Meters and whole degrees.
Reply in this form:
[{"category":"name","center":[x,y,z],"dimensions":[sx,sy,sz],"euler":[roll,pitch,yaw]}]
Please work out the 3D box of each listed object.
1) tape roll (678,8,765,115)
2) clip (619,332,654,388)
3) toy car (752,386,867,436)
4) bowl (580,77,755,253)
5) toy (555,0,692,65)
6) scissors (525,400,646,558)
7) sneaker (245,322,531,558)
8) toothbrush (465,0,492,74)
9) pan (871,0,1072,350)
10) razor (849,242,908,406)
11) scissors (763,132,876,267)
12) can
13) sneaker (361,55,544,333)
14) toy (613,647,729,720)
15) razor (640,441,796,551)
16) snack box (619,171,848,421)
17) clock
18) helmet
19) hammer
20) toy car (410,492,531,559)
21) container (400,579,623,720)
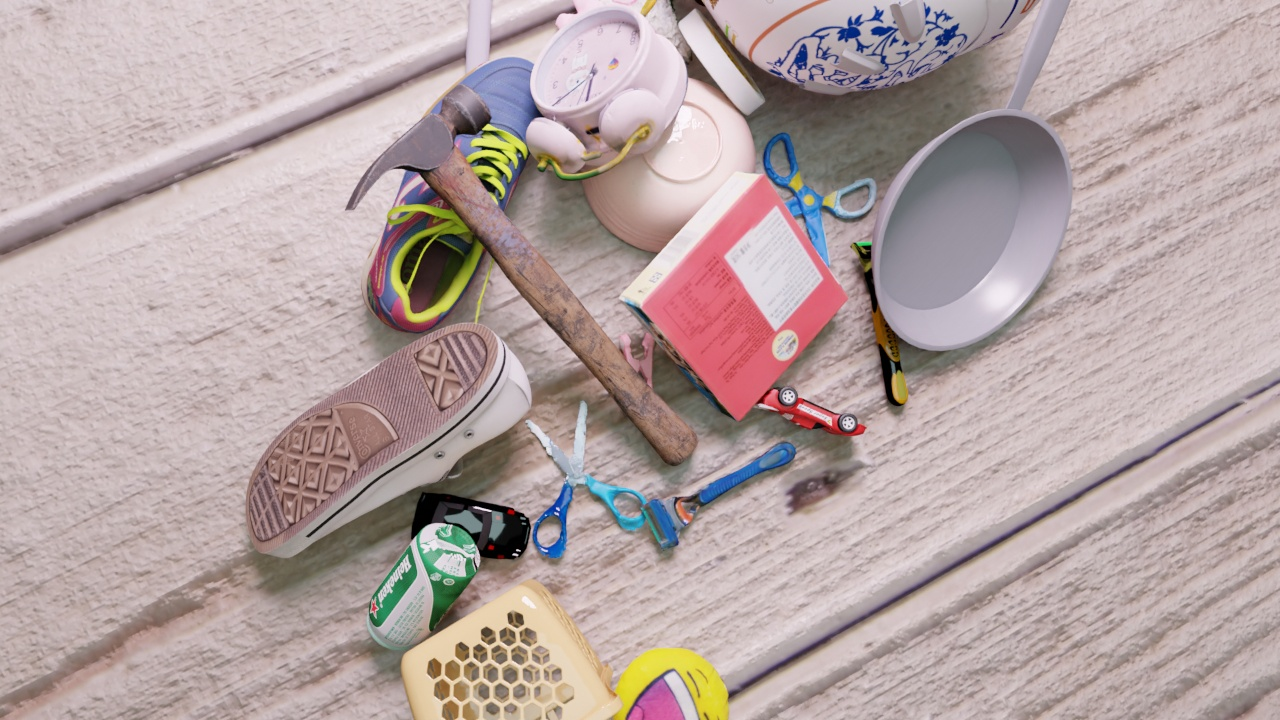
[{"category":"tape roll","center":[0.067,-0.245,0.753],"dimensions":[0.019,0.093,0.094],"euler":[-36,90,20]},{"category":"clip","center":[0.003,0.002,0.760],"dimensions":[0.045,0.023,0.060],"euler":[-27,85,-10]},{"category":"toy car","center":[0.140,0.045,0.764],"dimensions":[0.089,0.038,0.025],"euler":[24,85,-5]},{"category":"bowl","center":[0.028,-0.168,0.749],"dimensions":[0.153,0.076,0.153],"euler":[1,85,-7]},{"category":"toy","center":[-0.014,-0.283,0.774],"dimensions":[0.109,0.041,0.095],"euler":[-17,89,-3]},{"category":"scissors","center":[-0.059,0.102,0.745],"dimensions":[0.118,0.014,0.129],"euler":[-40,90,-8]},{"category":"sneaker","center":[-0.186,0.068,0.703],"dimensions":[0.245,0.097,0.091],"euler":[-37,55,6]},{"category":"toothbrush","center":[-0.136,-0.263,0.764],"dimensions":[0.019,0.018,0.188],"euler":[3,85,-2]},{"category":"pan","center":[0.280,-0.175,0.717],"dimensions":[0.200,0.051,0.357],"euler":[-2,115,-26]},{"category":"razor","center":[0.210,-0.032,0.789],"dimensions":[0.044,0.021,0.144],"euler":[-6,85,-27]},{"category":"scissors","center":[0.148,-0.140,0.796],"dimensions":[0.130,0.014,0.125],"euler":[-13,86,-6]},{"category":"can","center":[-0.163,0.169,0.687],"dimensions":[0.053,0.053,0.101],"euler":[37,113,-3]},{"category":"sneaker","center":[-0.128,-0.129,0.712],"dimensions":[0.116,0.091,0.241],"euler":[28,84,-29]},{"category":"toy","center":[0.024,0.274,0.727],"dimensions":[0.094,0.041,0.095],"euler":[-20,91,-5]},{"category":"razor","center":[0.069,0.106,0.760],"dimensions":[0.140,0.018,0.044],"euler":[-27,96,-13]},{"category":"snack box","center":[0.079,-0.050,0.733],"dimensions":[0.142,0.040,0.145],"euler":[-48,121,-9]},{"category":"clock","center":[-0.030,-0.197,0.694],"dimensions":[0.117,0.059,0.157],"euler":[-8,60,29]},{"category":"helmet","center":[0.153,-0.326,0.698],"dimensions":[0.314,0.231,0.236],"euler":[-4,87,-19]},{"category":"hammer","center":[-0.068,-0.035,0.688],"dimensions":[0.119,0.033,0.330],"euler":[-45,112,-14]},{"category":"toy car","center":[-0.132,0.131,0.721],"dimensions":[0.091,0.036,0.042],"euler":[13,83,-6]},{"category":"container","center":[-0.079,0.251,0.645],"dimensions":[0.129,0.183,0.167],"euler":[-30,82,-10]}]
